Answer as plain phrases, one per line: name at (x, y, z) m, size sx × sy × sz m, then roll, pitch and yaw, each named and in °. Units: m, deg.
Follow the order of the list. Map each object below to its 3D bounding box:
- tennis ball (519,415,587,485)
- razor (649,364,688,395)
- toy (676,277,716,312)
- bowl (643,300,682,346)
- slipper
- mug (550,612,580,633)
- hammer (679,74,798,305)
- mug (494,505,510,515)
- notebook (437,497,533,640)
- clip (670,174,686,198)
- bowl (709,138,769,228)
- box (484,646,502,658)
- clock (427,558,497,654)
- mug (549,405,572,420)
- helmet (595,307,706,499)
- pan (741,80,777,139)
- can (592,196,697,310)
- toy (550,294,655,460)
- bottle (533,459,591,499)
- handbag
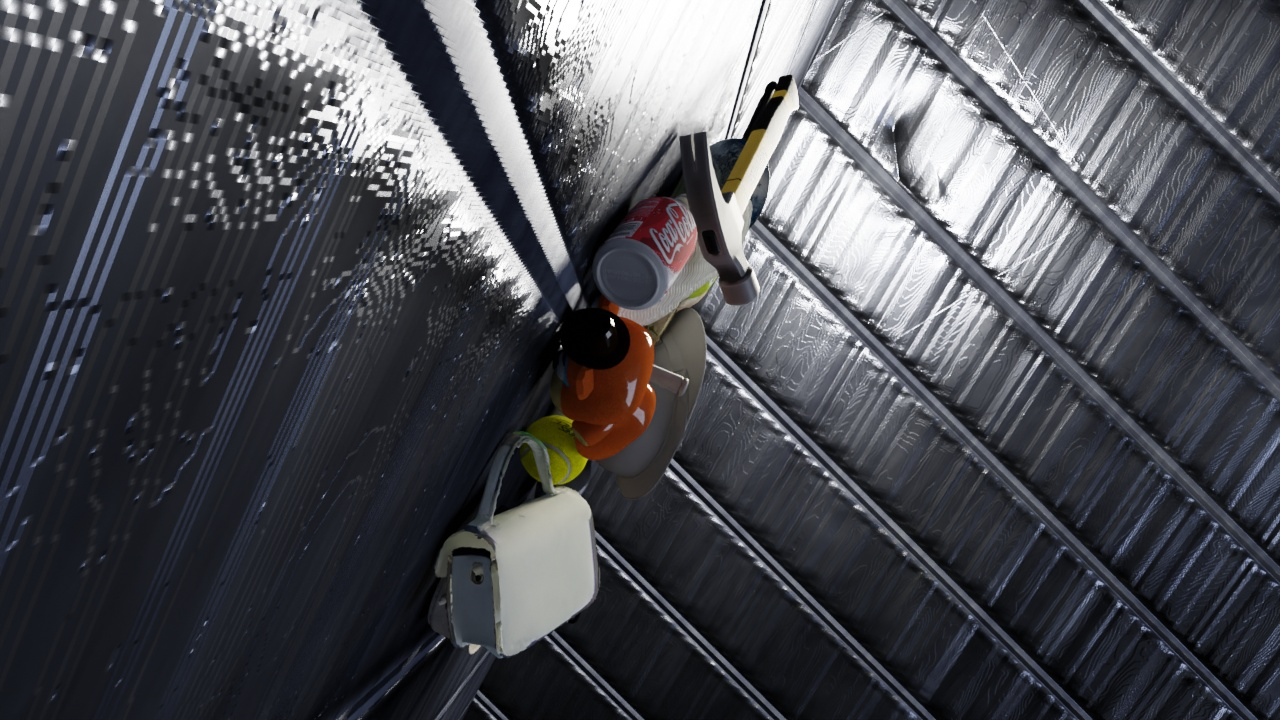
tennis ball at (-0.082, 0.085, 0.871) m, size 0.065 × 0.065 × 0.065 m, roll -61°, pitch 177°, yaw -5°
razor at (-0.006, 0.006, 0.952) m, size 0.088 × 0.116 × 0.047 m, roll 106°, pitch 8°, yaw -77°
toy at (0.072, -0.104, 1.198) m, size 0.092 × 0.043 × 0.118 m, roll -57°, pitch 177°, yaw -39°
bowl at (0.025, -0.094, 1.072) m, size 0.145 × 0.063 × 0.145 m, roll -60°, pitch 177°, yaw -6°
slipper at (0.039, -0.108, 0.920) m, size 0.271 × 0.054 × 0.115 m, roll -34°, pitch 149°, yaw -49°
mug at (-0.120, 0.272, 1.123) m, size 0.094 × 0.124 × 0.101 m, roll -60°, pitch 157°, yaw -23°
hammer at (0.117, -0.215, 0.950) m, size 0.170 × 0.034 × 0.323 m, roll 65°, pitch 36°, yaw -33°
mug at (-0.140, 0.230, 1.016) m, size 0.114 × 0.088 × 0.078 m, roll -63°, pitch 177°, yaw 22°
notebook at (-0.188, 0.255, 1.158) m, size 0.149 × 0.016 × 0.206 m, roll -61°, pitch 177°, yaw 2°
clip at (0.050, -0.186, 1.006) m, size 0.076 × 0.042 × 0.023 m, roll -63°, pitch 175°, yaw 13°
bowl at (0.088, -0.201, 1.047) m, size 0.115 × 0.060 × 0.114 m, roll -10°, pitch -103°, yaw 54°
box at (-0.187, 0.328, 1.366) m, size 0.196 × 0.074 × 0.126 m, roll -60°, pitch 158°, yaw -52°
clock at (-0.164, 0.230, 0.890) m, size 0.157 × 0.061 × 0.103 m, roll 101°, pitch 15°, yaw -56°
mug at (-0.070, 0.063, 1.010) m, size 0.089 × 0.071 × 0.107 m, roll -53°, pitch -154°, yaw 9°
helmet at (-0.024, 0.048, 1.165) m, size 0.272 × 0.117 × 0.183 m, roll -67°, pitch -154°, yaw 23°
pan at (0.092, -0.226, 1.195) m, size 0.203 × 0.044 × 0.357 m, roll -59°, pitch 177°, yaw -37°
can at (0.006, -0.091, 0.753) m, size 0.064 × 0.064 × 0.104 m, roll -64°, pitch 176°, yaw 38°
toy at (-0.029, 0.014, 0.798) m, size 0.176 × 0.096 × 0.112 m, roll 104°, pitch 4°, yaw -60°
bottle at (-0.101, 0.163, 1.180) m, size 0.084 × 0.046 × 0.173 m, roll -60°, pitch -172°, yaw 9°
handbag at (-0.107, 0.147, 0.794) m, size 0.151 × 0.074 × 0.176 m, roll -17°, pitch 106°, yaw -59°
